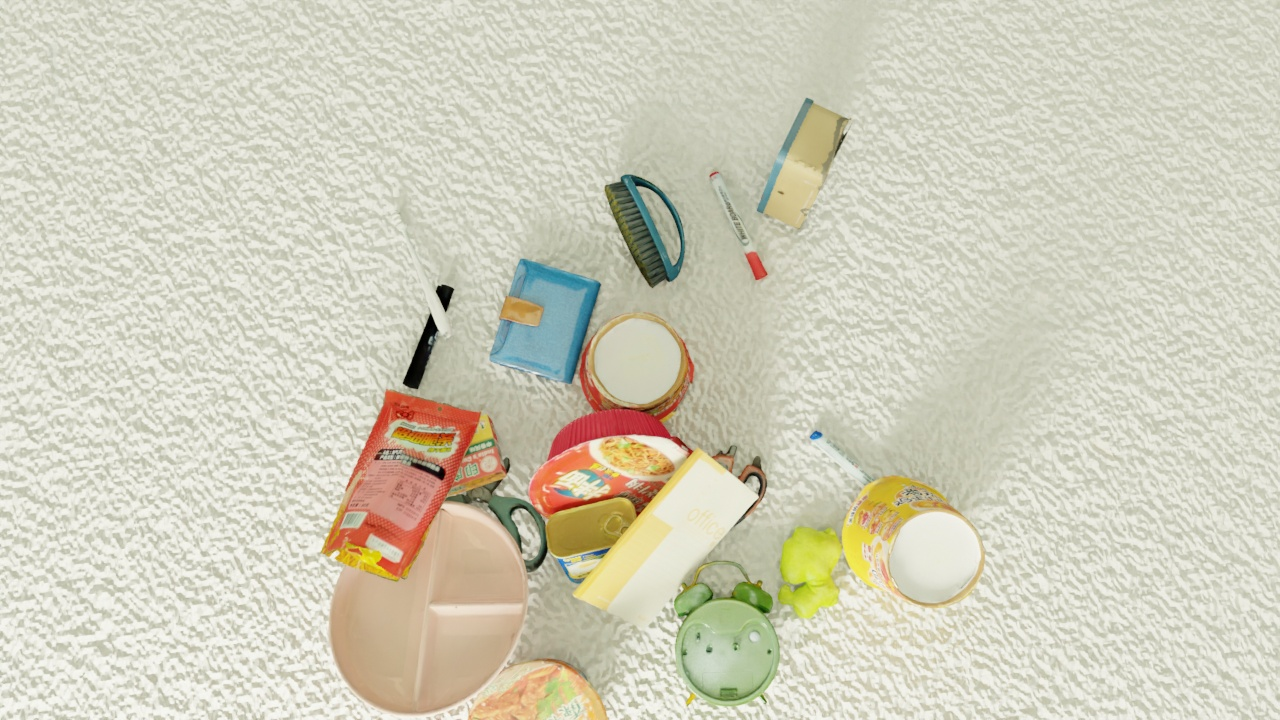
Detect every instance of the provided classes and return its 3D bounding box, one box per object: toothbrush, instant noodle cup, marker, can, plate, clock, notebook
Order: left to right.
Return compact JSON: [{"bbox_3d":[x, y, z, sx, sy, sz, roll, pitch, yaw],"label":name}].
[{"bbox_3d":[-0.265,-0.106,1.109,0.016,0.016,0.180,-27,74,4],"label":"toothbrush"},{"bbox_3d":[-0.257,-0.029,1.109,0.022,0.020,0.132,15,81,19],"label":"marker"},{"bbox_3d":[-0.227,0.265,0.993,0.230,0.028,0.229,-6,63,11],"label":"plate"},{"bbox_3d":[-0.107,0.395,0.999,0.151,0.111,0.151,0,81,0],"label":"instant noodle cup"},{"bbox_3d":[-0.047,0.205,1.034,0.102,0.083,0.057,-14,54,1],"label":"can"},{"bbox_3d":[-0.030,0.116,1.025,0.194,0.194,0.065,-7,52,-2],"label":"instant noodle cup"},{"bbox_3d":[-0.006,0.006,1.060,0.138,0.108,0.137,0,81,0],"label":"instant noodle cup"},{"bbox_3d":[0.033,0.201,1.016,0.206,0.146,0.010,-49,46,0],"label":"notebook"},{"bbox_3d":[0.095,0.309,1.041,0.116,0.056,0.161,-1,82,-1],"label":"clock"},{"bbox_3d":[0.120,-0.167,1.133,0.017,0.017,0.145,-23,83,-4],"label":"marker"},{"bbox_3d":[0.260,0.135,1.089,0.146,0.017,0.017,40,83,5],"label":"marker"},{"bbox_3d":[0.306,0.207,1.019,0.138,0.110,0.138,0,93,-4],"label":"instant noodle cup"}]

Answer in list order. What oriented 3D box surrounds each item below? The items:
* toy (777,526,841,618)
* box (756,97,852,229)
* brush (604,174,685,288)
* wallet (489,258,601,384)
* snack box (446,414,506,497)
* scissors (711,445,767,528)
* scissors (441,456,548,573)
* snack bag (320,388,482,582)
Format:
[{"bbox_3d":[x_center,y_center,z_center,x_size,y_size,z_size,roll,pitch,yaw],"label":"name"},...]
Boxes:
[{"bbox_3d":[0.196,0.243,1.065,0.096,0.031,0.100,-25,86,-7],"label":"toy"},{"bbox_3d":[0.187,-0.224,1.059,0.063,0.184,0.089,25,77,6],"label":"box"},{"bbox_3d":[0.012,-0.162,1.112,0.073,0.055,0.144,-25,82,-4],"label":"brush"},{"bbox_3d":[-0.115,-0.048,1.105,0.106,0.040,0.133,17,81,-2],"label":"wallet"},{"bbox_3d":[-0.241,0.124,1.072,0.155,0.027,0.077,-18,63,-3],"label":"snack box"},{"bbox_3d":[0.054,0.192,1.080,0.209,0.015,0.182,-12,83,-2],"label":"scissors"},{"bbox_3d":[-0.193,0.197,1.054,0.169,0.019,0.174,-39,67,-11],"label":"scissors"},{"bbox_3d":[-0.266,0.133,1.022,0.129,0.073,0.207,11,61,15],"label":"snack bag"}]
